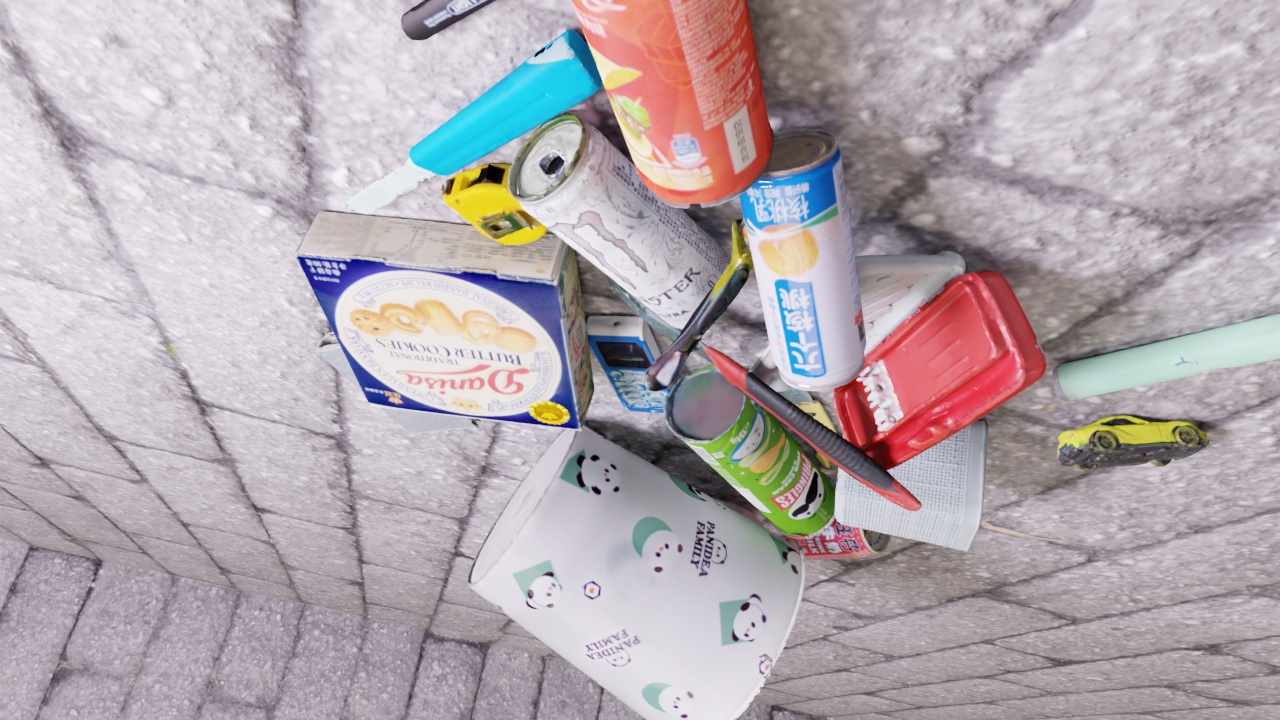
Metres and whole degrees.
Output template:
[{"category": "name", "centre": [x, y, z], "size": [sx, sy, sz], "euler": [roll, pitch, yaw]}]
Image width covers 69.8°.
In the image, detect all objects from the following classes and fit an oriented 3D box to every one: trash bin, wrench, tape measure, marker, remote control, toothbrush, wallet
[{"category": "trash bin", "centre": [-0.011, 0.203, 0.881], "size": [0.252, 0.229, 0.230], "euler": [35, 150, -9]}, {"category": "wrench", "centre": [0.086, 0.022, 0.634], "size": [0.273, 0.016, 0.056], "euler": [38, 167, -7]}, {"category": "tape measure", "centre": [-0.083, -0.092, 0.558], "size": [0.057, 0.028, 0.060], "euler": [-9, 148, 34]}, {"category": "marker", "centre": [-0.067, -0.170, 0.410], "size": [0.124, 0.015, 0.018], "euler": [-10, 143, 40]}, {"category": "remote control", "centre": [-0.004, 0.004, 0.729], "size": [0.049, 0.024, 0.125], "euler": [2, 150, 18]}, {"category": "toothbrush", "centre": [0.363, -0.009, 0.555], "size": [0.026, 0.027, 0.225], "euler": [-20, 180, -44]}, {"category": "wallet", "centre": [-0.206, 0.015, 0.814], "size": [0.107, 0.036, 0.130], "euler": [-8, 137, 31]}]

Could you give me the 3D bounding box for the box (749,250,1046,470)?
[{"category": "box", "centre": [0.149, 0.009, 0.596], "size": [0.100, 0.110, 0.202], "euler": [-13, 161, -18]}]

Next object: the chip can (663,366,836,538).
[{"category": "chip can", "centre": [0.103, 0.086, 0.799], "size": [0.072, 0.072, 0.236], "euler": [-5, 150, 30]}]

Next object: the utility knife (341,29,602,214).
[{"category": "utility knife", "centre": [-0.107, -0.121, 0.518], "size": [0.235, 0.018, 0.034], "euler": [-17, 145, 42]}]

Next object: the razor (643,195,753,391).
[{"category": "razor", "centre": [0.043, -0.037, 0.528], "size": [0.042, 0.022, 0.143], "euler": [21, 112, -32]}]

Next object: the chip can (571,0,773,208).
[{"category": "chip can", "centre": [0.006, -0.150, 0.356], "size": [0.073, 0.073, 0.217], "euler": [2, 153, 18]}]

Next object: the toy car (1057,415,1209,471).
[{"category": "toy car", "centre": [0.369, 0.060, 0.691], "size": [0.105, 0.032, 0.048], "euler": [-2, 153, 1]}]

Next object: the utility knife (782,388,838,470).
[{"category": "utility knife", "centre": [0.151, 0.055, 0.791], "size": [0.031, 0.021, 0.201], "euler": [-7, 145, 22]}]

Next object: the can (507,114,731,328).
[{"category": "can", "centre": [-0.006, -0.075, 0.528], "size": [0.058, 0.058, 0.146], "euler": [-11, 147, 38]}]

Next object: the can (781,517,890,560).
[{"category": "can", "centre": [0.200, 0.169, 0.937], "size": [0.094, 0.066, 0.066], "euler": [-14, 145, 42]}]

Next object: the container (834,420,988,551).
[{"category": "container", "centre": [0.222, 0.097, 0.761], "size": [0.111, 0.090, 0.090], "euler": [7, 154, 15]}]

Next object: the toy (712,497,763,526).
[{"category": "toy", "centre": [0.068, 0.189, 1.052], "size": [0.121, 0.054, 0.160], "euler": [21, 161, -19]}]

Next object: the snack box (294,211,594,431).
[{"category": "snack box", "centre": [-0.132, -0.023, 0.670], "size": [0.178, 0.045, 0.183], "euler": [6, 143, 9]}]

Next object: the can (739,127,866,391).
[{"category": "can", "centre": [0.087, -0.051, 0.488], "size": [0.053, 0.053, 0.135], "euler": [-1, 126, 23]}]
